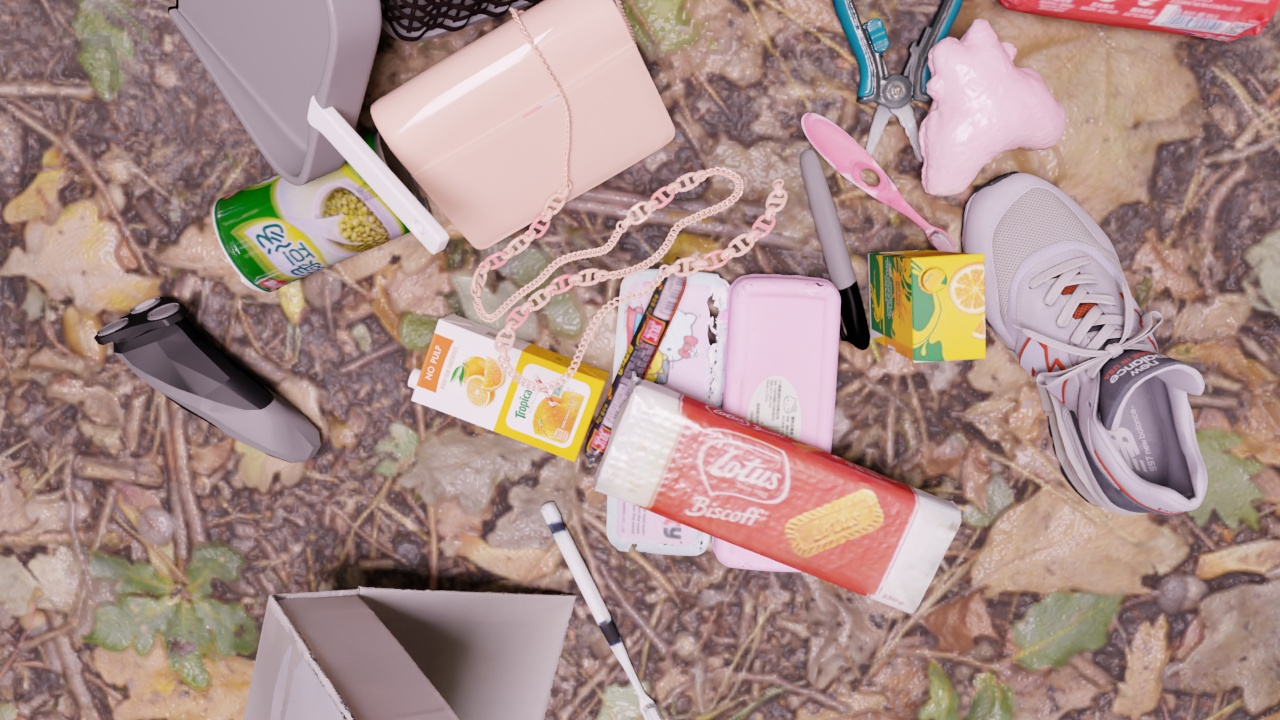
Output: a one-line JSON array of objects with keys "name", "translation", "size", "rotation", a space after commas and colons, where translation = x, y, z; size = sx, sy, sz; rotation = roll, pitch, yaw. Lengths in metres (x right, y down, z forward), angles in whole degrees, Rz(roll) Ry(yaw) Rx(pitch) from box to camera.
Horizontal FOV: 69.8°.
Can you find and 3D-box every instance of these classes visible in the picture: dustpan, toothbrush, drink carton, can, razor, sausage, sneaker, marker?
[{"name": "dustpan", "translation": [-0.183, -0.160, 0.499], "size": [0.257, 0.033, 0.164], "rotation": [47, 141, 5]}, {"name": "toothbrush", "translation": [0.156, -0.114, 0.600], "size": [0.135, 0.016, 0.022], "rotation": [40, 115, -6]}, {"name": "toothbrush", "translation": [-0.026, 0.185, 0.655], "size": [0.012, 0.017, 0.187], "rotation": [-27, 97, -14]}, {"name": "drink carton", "translation": [-0.090, 0.016, 0.621], "size": [0.122, 0.040, 0.058], "rotation": [21, 99, -1]}, {"name": "drink carton", "translation": [0.172, -0.036, 0.560], "size": [0.041, 0.122, 0.058], "rotation": [-3, 98, 3]}, {"name": "can", "translation": [-0.207, -0.096, 0.595], "size": [0.121, 0.067, 0.067], "rotation": [-22, 97, 5]}, {"name": "razor", "translation": [-0.287, 0.018, 0.625], "size": [0.156, 0.057, 0.060], "rotation": [46, 126, -12]}, {"name": "sausage", "translation": [-0.004, 0.004, 0.606], "size": [0.020, 0.020, 0.155], "rotation": [24, 104, -1]}, {"name": "sneaker", "translation": [0.282, -0.005, 0.558], "size": [0.089, 0.124, 0.240], "rotation": [-26, 96, 6]}, {"name": "marker", "translation": [0.127, -0.072, 0.612], "size": [0.022, 0.016, 0.138], "rotation": [-15, 97, 28]}]

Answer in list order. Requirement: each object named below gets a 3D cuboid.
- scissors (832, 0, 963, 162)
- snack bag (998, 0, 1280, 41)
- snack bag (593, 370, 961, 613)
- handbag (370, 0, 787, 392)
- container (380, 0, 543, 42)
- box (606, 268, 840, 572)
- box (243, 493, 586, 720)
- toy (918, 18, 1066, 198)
[{"name": "scissors", "translation": [0.172, -0.205, 0.587], "size": [0.118, 0.019, 0.148], "rotation": [-26, 102, 10]}, {"name": "snack bag", "translation": [0.301, -0.238, 0.545], "size": [0.176, 0.082, 0.082], "rotation": [8, 98, 0]}, {"name": "snack bag", "translation": [0.085, 0.085, 0.585], "size": [0.225, 0.041, 0.077], "rotation": [22, 100, -2]}, {"name": "handbag", "translation": [-0.038, -0.114, 0.526], "size": [0.199, 0.116, 0.187], "rotation": [-29, 58, 5]}, {"name": "container", "translation": [-0.056, -0.325, 0.432], "size": [0.247, 0.244, 0.245], "rotation": [-27, 97, -18]}, {"name": "box", "translation": [0.054, 0.041, 0.619], "size": [0.154, 0.041, 0.201], "rotation": [3, 98, 3]}, {"name": "box", "translation": [-0.143, 0.228, 0.661], "size": [0.165, 0.445, 0.167], "rotation": [17, 98, 10]}, {"name": "toy", "translation": [0.211, -0.161, 0.571], "size": [0.099, 0.052, 0.096], "rotation": [-28, 112, 2]}]
